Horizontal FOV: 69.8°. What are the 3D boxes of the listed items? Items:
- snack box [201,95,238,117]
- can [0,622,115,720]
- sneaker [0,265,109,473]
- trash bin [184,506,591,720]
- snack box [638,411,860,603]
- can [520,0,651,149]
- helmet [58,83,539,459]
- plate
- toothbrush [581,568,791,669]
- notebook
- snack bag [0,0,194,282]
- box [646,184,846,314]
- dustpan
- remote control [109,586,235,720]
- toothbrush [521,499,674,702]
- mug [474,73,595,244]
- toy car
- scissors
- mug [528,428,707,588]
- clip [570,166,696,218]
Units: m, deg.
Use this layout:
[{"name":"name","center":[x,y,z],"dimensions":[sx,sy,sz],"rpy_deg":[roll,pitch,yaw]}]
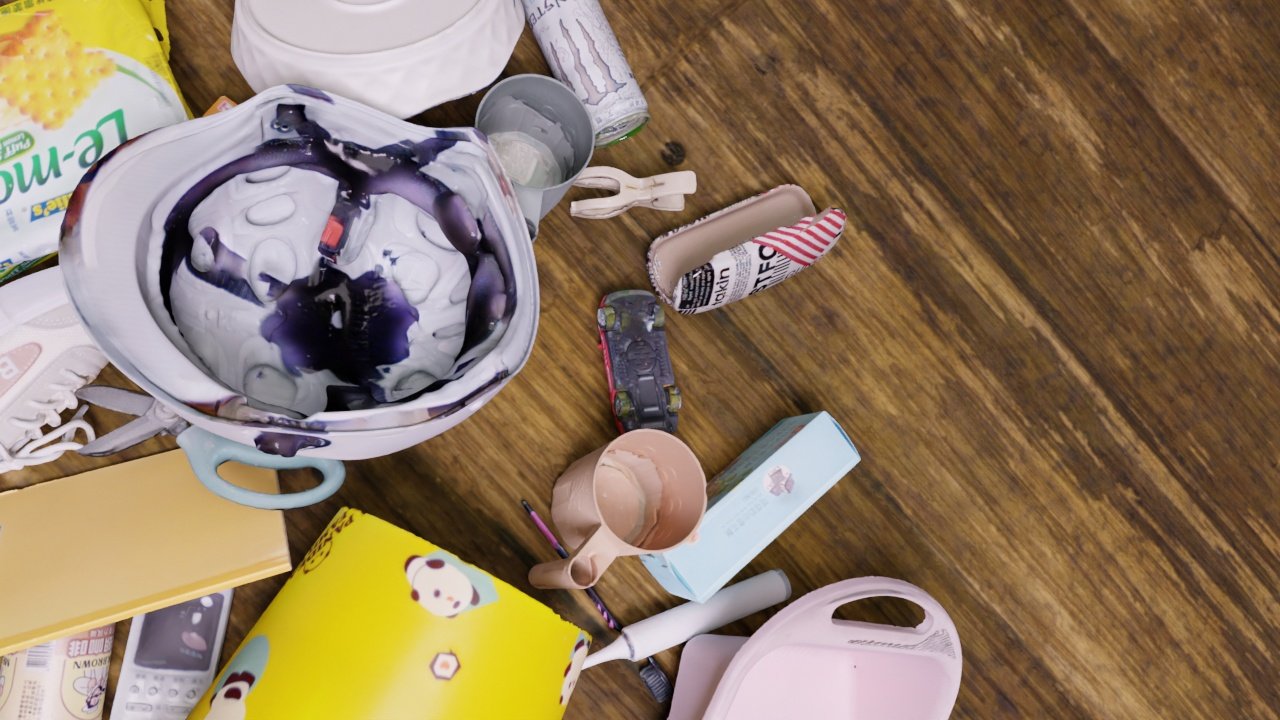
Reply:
[{"name":"snack box","center":[-0.259,-0.114,0.664],"dimensions":[0.153,0.026,0.075],"rpy_deg":[36,74,-9]},{"name":"can","center":[-0.364,0.183,0.574],"dimensions":[0.058,0.059,0.116],"rpy_deg":[6,81,-16]},{"name":"sneaker","center":[-0.394,0.028,0.569],"dimensions":[0.241,0.090,0.090],"rpy_deg":[-39,86,-15]},{"name":"trash bin","center":[-0.167,0.242,0.546],"dimensions":[0.229,0.230,0.254],"rpy_deg":[31,69,-10]},{"name":"snack box","center":[0.082,0.110,0.707],"dimensions":[0.174,0.074,0.051],"rpy_deg":[-38,93,-18]},{"name":"can","center":[-0.047,-0.246,0.727],"dimensions":[0.058,0.058,0.146],"rpy_deg":[-25,90,-18]},{"name":"helmet","center":[-0.199,-0.039,0.575],"dimensions":[0.258,0.146,0.228],"rpy_deg":[-4,68,-21]},{"name":"plate","center":[-0.187,-0.250,0.647],"dimensions":[0.205,0.046,0.204],"rpy_deg":[0,56,0]},{"name":"toothbrush","center":[0.017,0.203,0.686],"dimensions":[0.220,0.026,0.027],"rpy_deg":[-15,93,-25]},{"name":"notebook","center":[-0.328,0.109,0.565],"dimensions":[0.206,0.146,0.010],"rpy_deg":[-15,127,-19]},{"name":"snack bag","center":[-0.403,-0.135,0.591],"dimensions":[0.246,0.068,0.158],"rpy_deg":[-25,87,-10]},{"name":"box","center":[0.081,-0.095,0.747],"dimensions":[0.162,0.076,0.087],"rpy_deg":[-27,61,-18]},{"name":"dustpan","center":[0.120,0.287,0.643],"dimensions":[0.222,0.139,0.273],"rpy_deg":[11,77,-27]},{"name":"remote control","center":[-0.312,0.215,0.604],"dimensions":[0.058,0.021,0.150],"rpy_deg":[10,80,-15]},{"name":"toothbrush","center":[-0.035,0.182,0.694],"dimensions":[0.017,0.014,0.189],"rpy_deg":[-38,93,-21]},{"name":"mug","center":[-0.089,-0.132,0.676],"dimensions":[0.083,0.103,0.124],"rpy_deg":[10,81,-15]},{"name":"toy car","center":[-0.004,0.004,0.712],"dimensions":[0.053,0.045,0.120],"rpy_deg":[-4,77,-19]},{"name":"scissors","center":[-0.268,0.023,0.608],"dimensions":[0.170,0.019,0.180],"rpy_deg":[19,45,-11]},{"name":"mug","center":[-0.024,0.113,0.651],"dimensions":[0.084,0.104,0.124],"rpy_deg":[45,64,-6]},{"name":"clip","center":[-0.007,-0.134,0.729],"dimensions":[0.099,0.066,0.034],"rpy_deg":[-1,82,-5]}]
